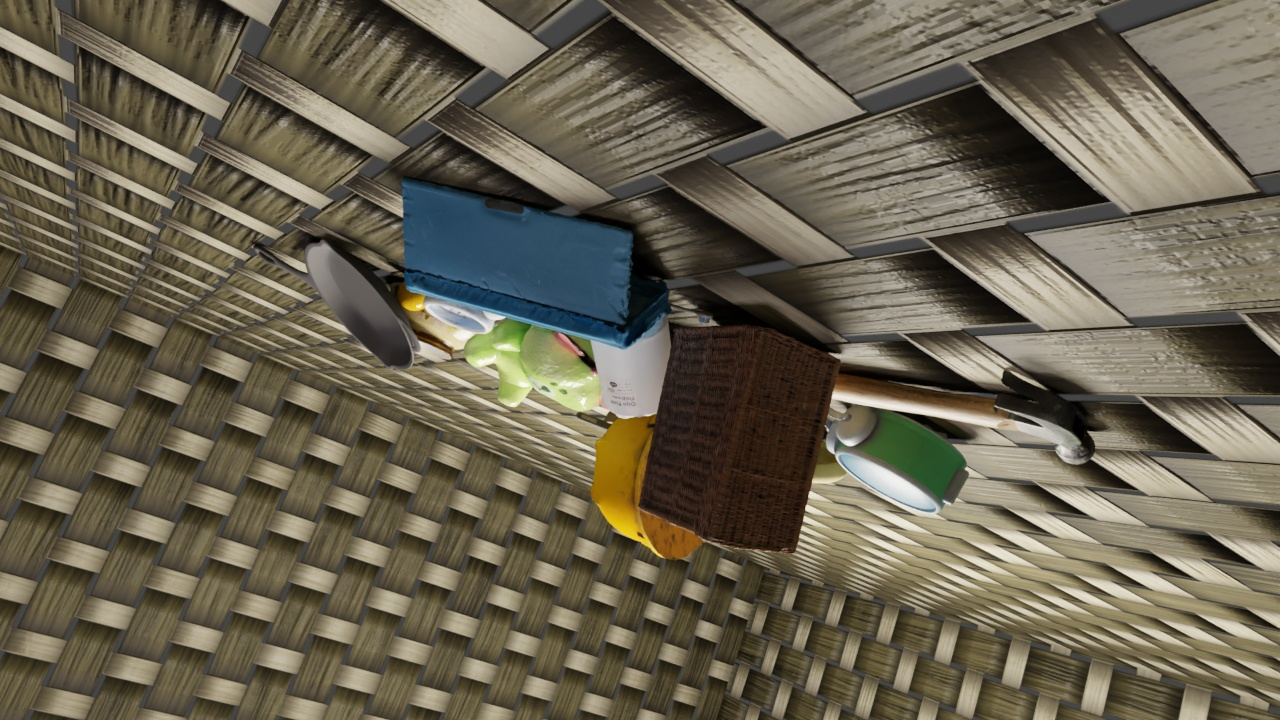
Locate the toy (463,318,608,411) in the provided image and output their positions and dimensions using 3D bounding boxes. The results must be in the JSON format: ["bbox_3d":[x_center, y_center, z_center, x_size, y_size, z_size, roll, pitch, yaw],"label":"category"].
[{"bbox_3d":[-0.106,-0.002,1.070,0.197,0.107,0.150,0,140,35],"label":"toy"}]

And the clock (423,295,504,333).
[{"bbox_3d":[-0.190,-0.071,1.014,0.089,0.052,0.126,27,162,-21],"label":"clock"}]

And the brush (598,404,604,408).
[{"bbox_3d":[-0.070,0.027,1.205,0.136,0.055,0.075,17,171,16],"label":"brush"}]

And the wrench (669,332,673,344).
[{"bbox_3d":[-0.057,-0.056,0.946,0.273,0.018,0.073,21,167,-9],"label":"wrench"}]

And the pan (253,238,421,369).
[{"bbox_3d":[-0.394,-0.094,1.183,0.355,0.024,0.217,25,146,32],"label":"pan"}]

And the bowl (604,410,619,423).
[{"bbox_3d":[0.023,0.098,1.361,0.152,0.050,0.152,20,166,5],"label":"bowl"}]

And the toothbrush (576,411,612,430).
[{"bbox_3d":[-0.014,0.108,1.317,0.167,0.012,0.013,22,158,-3],"label":"toothbrush"}]

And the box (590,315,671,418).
[{"bbox_3d":[0.012,-0.002,0.915,0.084,0.136,0.147,11,127,26],"label":"box"}]

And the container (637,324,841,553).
[{"bbox_3d":[0.086,0.068,0.834,0.113,0.198,0.113,16,175,-39],"label":"container"}]

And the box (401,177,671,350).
[{"bbox_3d":[-0.092,-0.098,0.800,0.232,0.112,0.094,16,-149,23],"label":"box"}]

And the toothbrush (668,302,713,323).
[{"bbox_3d":[-0.018,-0.062,0.850,0.186,0.024,0.022,14,-154,23],"label":"toothbrush"}]

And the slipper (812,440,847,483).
[{"bbox_3d":[0.150,0.089,1.094,0.261,0.079,0.111,11,-161,-32],"label":"slipper"}]

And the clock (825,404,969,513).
[{"bbox_3d":[0.255,0.090,0.959,0.161,0.075,0.122,32,169,7],"label":"clock"}]

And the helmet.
[{"bbox_3d":[0.014,0.140,1.178,0.131,0.205,0.255,7,-179,31],"label":"helmet"}]

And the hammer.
[{"bbox_3d":[0.228,0.031,0.841,0.331,0.033,0.132,10,165,39],"label":"hammer"}]

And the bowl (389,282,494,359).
[{"bbox_3d":[-0.270,-0.044,1.205,0.145,0.063,0.145,20,167,5],"label":"bowl"}]

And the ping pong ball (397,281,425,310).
[{"bbox_3d":[-0.275,-0.080,1.116,0.040,0.040,0.040,19,167,4],"label":"ping pong ball"}]
